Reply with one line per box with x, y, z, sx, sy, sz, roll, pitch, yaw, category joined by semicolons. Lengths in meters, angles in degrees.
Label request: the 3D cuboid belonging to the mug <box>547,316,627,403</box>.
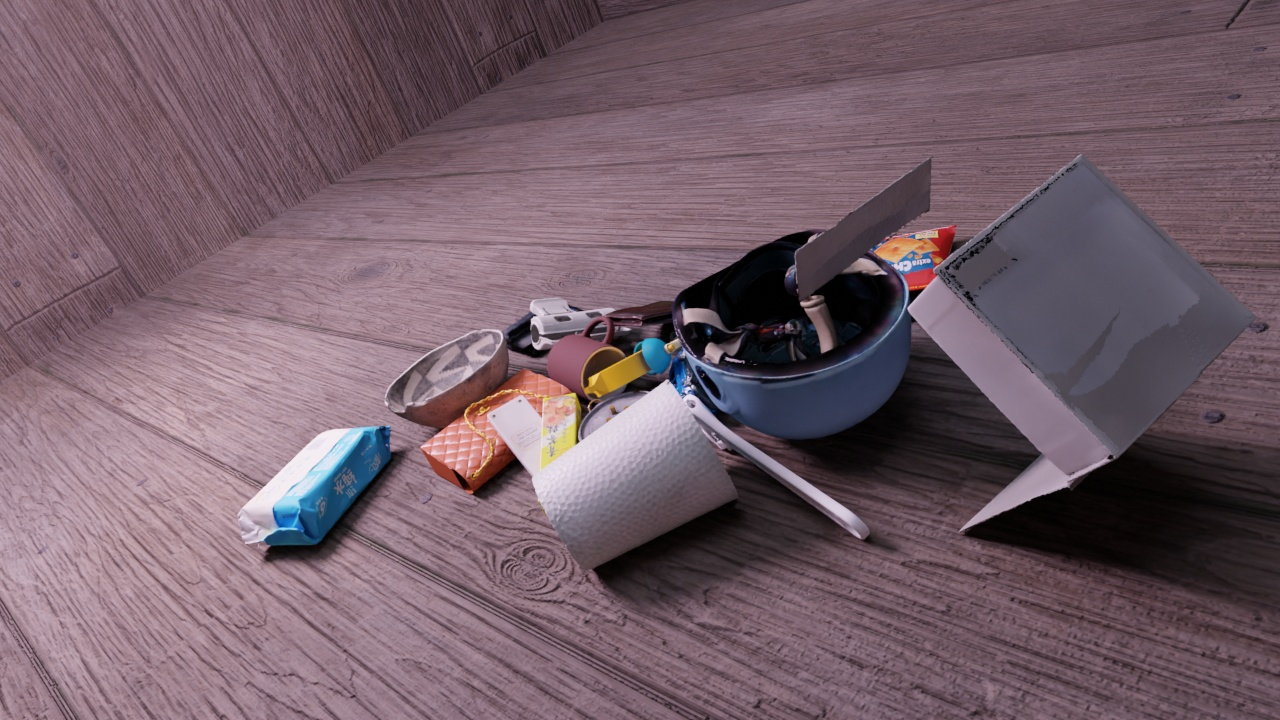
-0.062;-0.006;1.155;0.073;0.106;0.083;12;4;-37;mug

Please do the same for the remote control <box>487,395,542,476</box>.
-0.123;0.096;1.060;0.050;0.011;0.136;-30;53;-20;remote control

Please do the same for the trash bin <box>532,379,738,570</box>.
-0.009;0.115;0.882;0.161;0.133;0.133;-31;28;-2;trash bin

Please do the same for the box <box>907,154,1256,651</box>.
0.323;0.055;0.715;0.167;0.381;0.172;-35;46;-20;box

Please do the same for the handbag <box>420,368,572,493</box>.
-0.173;0.082;1.135;0.171;0.060;0.109;-39;35;-26;handbag

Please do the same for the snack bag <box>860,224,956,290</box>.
0.315;-0.116;1.118;0.131;0.039;0.143;-8;32;27;snack bag

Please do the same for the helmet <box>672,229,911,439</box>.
0.165;-0.015;0.921;0.225;0.167;0.265;-29;26;-4;helmet

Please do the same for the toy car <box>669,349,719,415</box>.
0.062;0.029;1.051;0.044;0.056;0.120;-45;19;13;toy car

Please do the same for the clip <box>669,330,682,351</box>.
0.075;-0.035;1.182;0.076;0.023;0.045;-21;26;1;clip

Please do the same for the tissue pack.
-0.412;0.156;1.181;0.117;0.066;0.208;-9;30;28;tissue pack

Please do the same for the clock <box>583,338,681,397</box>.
-0.006;0.006;1.083;0.129;0.043;0.099;-28;1;-7;clock

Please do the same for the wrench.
0.121;0.099;0.882;0.018;0.066;0.273;-46;36;-8;wrench

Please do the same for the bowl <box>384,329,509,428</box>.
-0.246;0.037;1.239;0.178;0.081;0.178;-22;26;11;bowl

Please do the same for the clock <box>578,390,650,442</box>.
-0.021;0.075;1.029;0.103;0.056;0.148;-32;31;-15;clock

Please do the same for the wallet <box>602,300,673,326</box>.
0.023;-0.059;1.208;0.119;0.031;0.099;-11;9;-34;wallet

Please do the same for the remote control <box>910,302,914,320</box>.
0.283;-0.049;1.059;0.140;0.009;0.030;-14;30;19;remote control

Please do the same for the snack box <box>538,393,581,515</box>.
-0.088;0.102;1.017;0.040;0.029;0.147;-9;46;7;snack box

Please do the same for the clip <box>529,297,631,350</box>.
-0.098;-0.047;1.261;0.124;0.075;0.144;-6;15;-31;clip

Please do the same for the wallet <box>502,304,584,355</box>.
-0.147;-0.048;1.369;0.114;0.026;0.089;-37;31;-24;wallet
